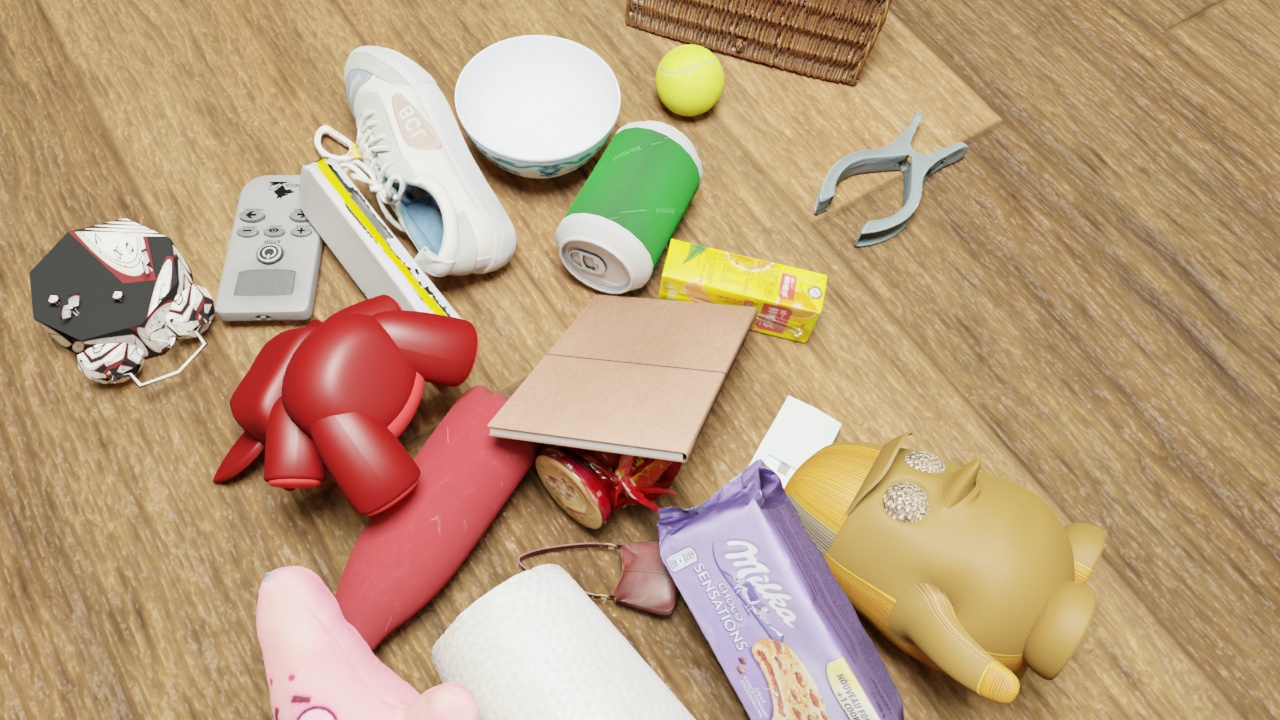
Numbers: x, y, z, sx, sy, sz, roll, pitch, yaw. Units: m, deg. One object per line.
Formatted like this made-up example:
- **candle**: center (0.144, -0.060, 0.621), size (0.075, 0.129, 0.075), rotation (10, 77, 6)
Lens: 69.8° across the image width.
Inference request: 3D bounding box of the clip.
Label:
- **clip**: center (0.251, -0.157, 0.855), size (0.166, 0.028, 0.127), rotation (-38, 73, -20)

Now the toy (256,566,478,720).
- **toy**: center (-0.171, 0.232, 0.554), size (0.192, 0.096, 0.236), rotation (-30, 84, 17)

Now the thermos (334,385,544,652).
- **thermos**: center (-0.160, 0.130, 0.652), size (0.073, 0.073, 0.239), rotation (30, 70, 11)

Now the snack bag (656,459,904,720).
- **snack bag**: center (0.095, 0.175, 0.619), size (0.058, 0.097, 0.205), rotation (-16, 76, -54)

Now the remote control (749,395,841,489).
- **remote control**: center (0.108, 0.092, 0.717), size (0.049, 0.024, 0.143), rotation (29, 65, 10)

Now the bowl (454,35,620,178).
- **bowl**: center (-0.092, -0.214, 0.832), size (0.144, 0.074, 0.143), rotation (2, 63, -3)

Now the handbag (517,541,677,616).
- **handbag**: center (-0.031, 0.154, 0.678), size (0.119, 0.029, 0.055), rotation (6, 61, 5)

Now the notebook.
- **notebook**: center (-0.004, 0.004, 0.685), size (0.141, 0.008, 0.208), rotation (6, 31, 18)

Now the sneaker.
- **sneaker**: center (-0.203, -0.171, 0.777), size (0.090, 0.090, 0.242), rotation (-20, 71, -44)

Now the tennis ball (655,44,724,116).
- **tennis ball**: center (0.047, -0.266, 0.873), size (0.065, 0.065, 0.065), rotation (2, 63, -3)

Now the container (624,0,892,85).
- **container**: center (0.133, -0.420, 0.911), size (0.250, 0.162, 0.182), rotation (17, 58, 5)

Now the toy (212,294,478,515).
- **toy**: center (-0.223, 0.027, 0.669), size (0.198, 0.120, 0.158), rotation (-6, 55, 43)

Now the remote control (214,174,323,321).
- **remote control**: center (-0.311, -0.100, 0.781), size (0.074, 0.019, 0.150), rotation (-1, 58, -5)

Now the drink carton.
- **drink carton**: center (0.084, -0.057, 0.773), size (0.134, 0.059, 0.042), rotation (14, 65, 2)

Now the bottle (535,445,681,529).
- **bottle**: center (-0.011, 0.066, 0.683), size (0.099, 0.099, 0.111), rotation (41, 61, 16)

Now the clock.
- **clock**: center (-0.409, -0.046, 0.727), size (0.114, 0.065, 0.154), rotation (-39, 71, -21)

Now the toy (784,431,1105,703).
- **toy**: center (0.199, 0.124, 0.640), size (0.203, 0.163, 0.198), rotation (27, 36, 17)

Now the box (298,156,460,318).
- **box**: center (-0.209, -0.076, 0.747), size (0.033, 0.065, 0.209), rotation (-33, 77, -33)

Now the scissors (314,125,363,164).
- **scissors**: center (-0.248, -0.179, 0.837), size (0.096, 0.012, 0.133), rotation (-20, 68, -17)

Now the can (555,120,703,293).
- **can**: center (-0.008, -0.132, 0.788), size (0.088, 0.088, 0.139), rotation (24, 64, 8)

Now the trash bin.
- **trash bin**: center (-0.047, 0.226, 0.585), size (0.133, 0.133, 0.161), rotation (-32, 65, -19)
